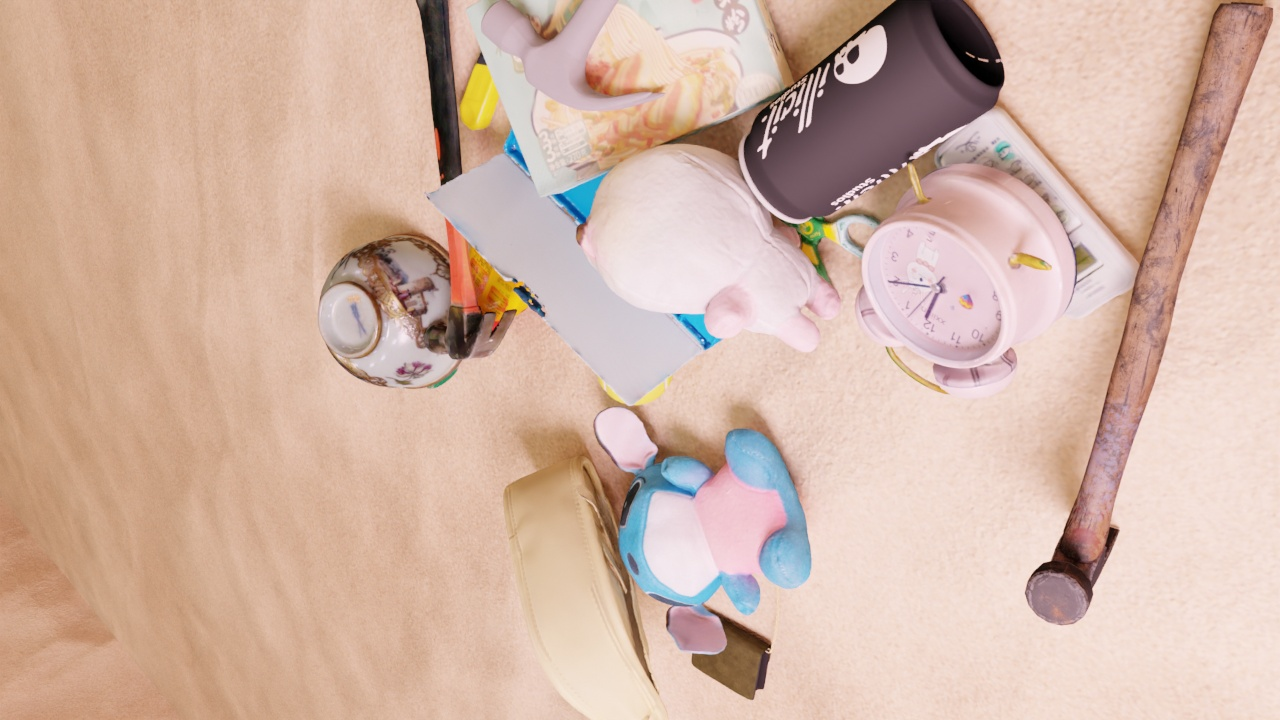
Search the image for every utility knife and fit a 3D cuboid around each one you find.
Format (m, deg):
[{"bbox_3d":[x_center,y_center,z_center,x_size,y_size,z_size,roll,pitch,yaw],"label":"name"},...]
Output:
[{"bbox_3d":[-0.112,-0.260,0.745,0.029,0.020,0.174,45,135,11],"label":"utility knife"}]

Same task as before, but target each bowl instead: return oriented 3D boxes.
[{"bbox_3d":[-0.255,-0.044,0.897,0.160,0.093,0.160,3,99,23],"label":"bowl"}]

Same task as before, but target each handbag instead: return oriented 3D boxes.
[{"bbox_3d":[0.090,0.220,0.834,0.084,0.027,0.178,22,120,33],"label":"handbag"},{"bbox_3d":[-0.040,0.205,0.823,0.088,0.232,0.191,-29,123,8],"label":"handbag"}]

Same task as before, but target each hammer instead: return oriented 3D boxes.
[{"bbox_3d":[0.025,-0.287,0.548,0.125,0.029,0.312,43,116,8],"label":"hammer"},{"bbox_3d":[-0.165,-0.164,0.790,0.133,0.033,0.333,8,106,54],"label":"hammer"},{"bbox_3d":[0.279,-0.019,0.504,0.033,0.119,0.331,19,114,31],"label":"hammer"}]

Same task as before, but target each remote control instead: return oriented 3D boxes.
[{"bbox_3d":[0.232,-0.087,0.540,0.133,0.022,0.050,52,135,6],"label":"remote control"}]

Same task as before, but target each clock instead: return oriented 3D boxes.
[{"bbox_3d":[0.189,-0.040,0.561,0.117,0.058,0.158,42,152,27],"label":"clock"}]

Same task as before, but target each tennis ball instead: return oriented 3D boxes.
[{"bbox_3d":[-0.005,0.004,0.763,0.065,0.065,0.065,20,124,32],"label":"tennis ball"}]

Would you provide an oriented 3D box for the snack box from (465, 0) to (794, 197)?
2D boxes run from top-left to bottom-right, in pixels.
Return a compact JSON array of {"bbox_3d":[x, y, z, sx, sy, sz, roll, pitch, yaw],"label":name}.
[{"bbox_3d":[-0.010,-0.213,0.626,0.194,0.044,0.141,-18,98,26],"label":"snack box"}]

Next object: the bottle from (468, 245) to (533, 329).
[{"bbox_3d":[-0.129,-0.074,0.839,0.071,0.048,0.135,45,134,15],"label":"bottle"}]

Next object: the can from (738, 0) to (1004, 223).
[{"bbox_3d":[0.134,-0.148,0.549,0.146,0.080,0.080,-32,90,45],"label":"can"}]

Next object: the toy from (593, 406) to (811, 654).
[{"bbox_3d":[0.050,0.128,0.766,0.192,0.098,0.224,-30,76,41],"label":"toy"}]

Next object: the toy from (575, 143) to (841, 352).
[{"bbox_3d":[0.051,-0.073,0.607,0.179,0.138,0.102,36,139,0],"label":"toy"}]

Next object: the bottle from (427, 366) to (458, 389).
[{"bbox_3d":[-0.239,-0.022,0.967,0.110,0.042,0.043,50,135,8],"label":"bottle"}]

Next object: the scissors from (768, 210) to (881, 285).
[{"bbox_3d":[0.124,-0.097,0.636,0.113,0.012,0.131,-13,102,41],"label":"scissors"}]

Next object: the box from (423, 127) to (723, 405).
[{"bbox_3d":[-0.035,-0.099,0.699,0.243,0.113,0.114,46,134,12],"label":"box"}]
